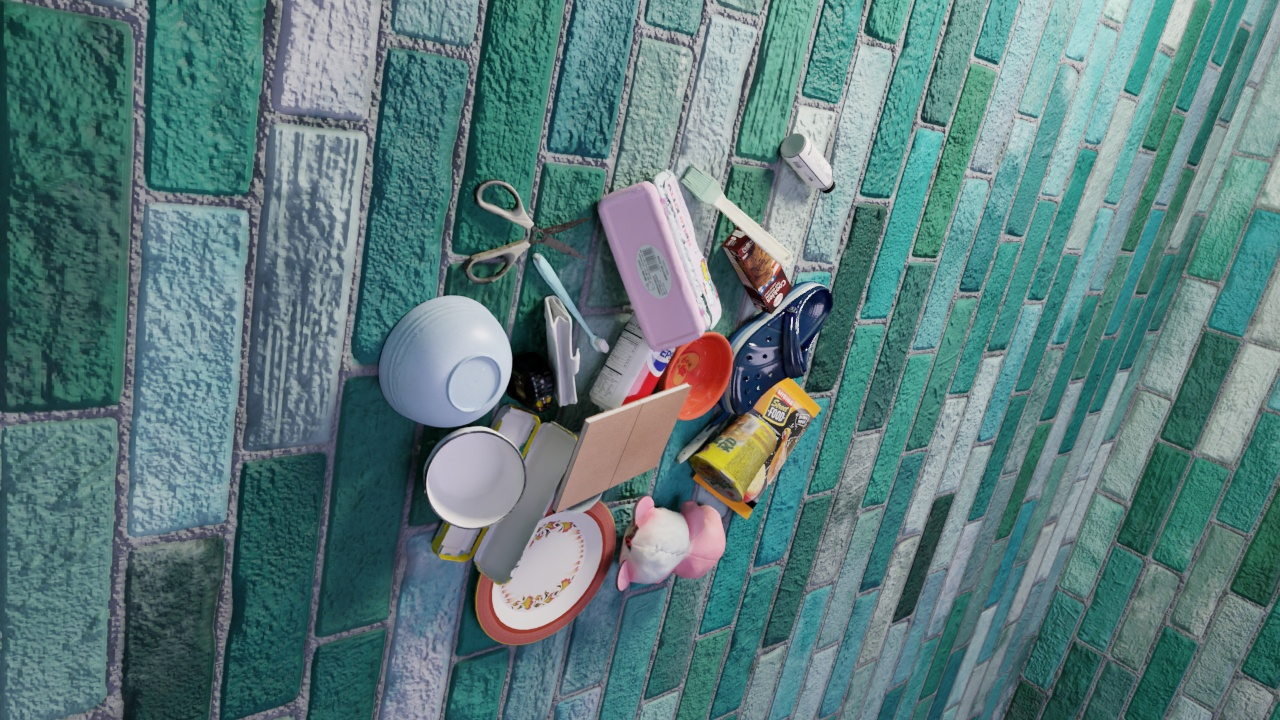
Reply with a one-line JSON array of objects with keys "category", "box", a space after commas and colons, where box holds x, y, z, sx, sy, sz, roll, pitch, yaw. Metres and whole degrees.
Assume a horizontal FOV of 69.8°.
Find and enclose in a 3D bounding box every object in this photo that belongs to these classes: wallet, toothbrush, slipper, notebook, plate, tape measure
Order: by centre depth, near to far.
[{"category": "tape measure", "box": [-0.130, 0.024, 1.069, 0.038, 0.067, 0.063, -21, 125, -32]}, {"category": "wallet", "box": [-0.092, -0.012, 1.077, 0.032, 0.086, 0.116, -10, 123, -12]}, {"category": "toothbrush", "box": [-0.083, -0.067, 1.104, 0.016, 0.017, 0.181, -54, 137, -19]}, {"category": "notebook", "box": [-0.021, 0.109, 1.168, 0.208, 0.008, 0.142, -17, 136, -51]}, {"category": "plate", "box": [-0.129, 0.280, 1.243, 0.229, 0.021, 0.230, -22, 125, -34]}, {"category": "slipper", "box": [0.208, -0.022, 1.350, 0.252, 0.095, 0.105, -46, 138, -20]}, {"category": "toothbrush", "box": [0.122, 0.091, 1.376, 0.188, 0.016, 0.017, -42, 138, -14]}]

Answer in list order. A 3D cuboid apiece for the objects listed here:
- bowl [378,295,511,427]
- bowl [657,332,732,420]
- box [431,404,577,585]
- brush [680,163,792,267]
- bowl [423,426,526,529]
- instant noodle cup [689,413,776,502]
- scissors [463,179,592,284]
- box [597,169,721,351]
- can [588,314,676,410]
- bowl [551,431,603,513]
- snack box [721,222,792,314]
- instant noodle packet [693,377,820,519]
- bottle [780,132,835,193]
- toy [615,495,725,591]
[{"category": "bowl", "box": [-0.197, 0.011, 0.994, 0.150, 0.075, 0.151, -22, 125, -35]}, {"category": "bowl", "box": [0.067, 0.015, 1.267, 0.130, 0.045, 0.131, -22, 125, -35]}, {"category": "box", "box": [-0.162, 0.165, 1.108, 0.084, 0.080, 0.210, 24, 93, -52]}, {"category": "brush", "box": [0.133, -0.185, 1.211, 0.217, 0.012, 0.033, 34, 89, -33]}, {"category": "bowl", "box": [-0.192, 0.128, 1.047, 0.116, 0.066, 0.116, -4, 103, -18]}, {"category": "instant noodle cup", "box": [0.143, 0.139, 1.355, 0.108, 0.102, 0.102, -47, 136, -18]}, {"category": "scissors", "box": [-0.130, -0.139, 1.015, 0.169, 0.012, 0.157, -44, 132, -12]}, {"category": "box", "box": [0.027, -0.123, 1.123, 0.101, 0.103, 0.201, -18, 104, 12]}, {"category": "can", "box": [-0.007, 0.007, 1.175, 0.070, 0.070, 0.132, 28, 91, -48]}, {"category": "bowl", "box": [-0.090, 0.141, 1.182, 0.106, 0.039, 0.106, -9, 103, -47]}, {"category": "snack box", "box": [0.166, -0.130, 1.293, 0.051, 0.032, 0.141, -49, 136, -12]}, {"category": "instant noodle packet", "box": [0.188, 0.129, 1.451, 0.160, 0.032, 0.220, 40, 82, -40]}, {"category": "bottle", "box": [0.239, -0.270, 1.280, 0.116, 0.041, 0.041, 32, 88, -48]}, {"category": "toy", "box": [0.043, 0.273, 1.357, 0.213, 0.084, 0.142, 20, 97, -50]}]
